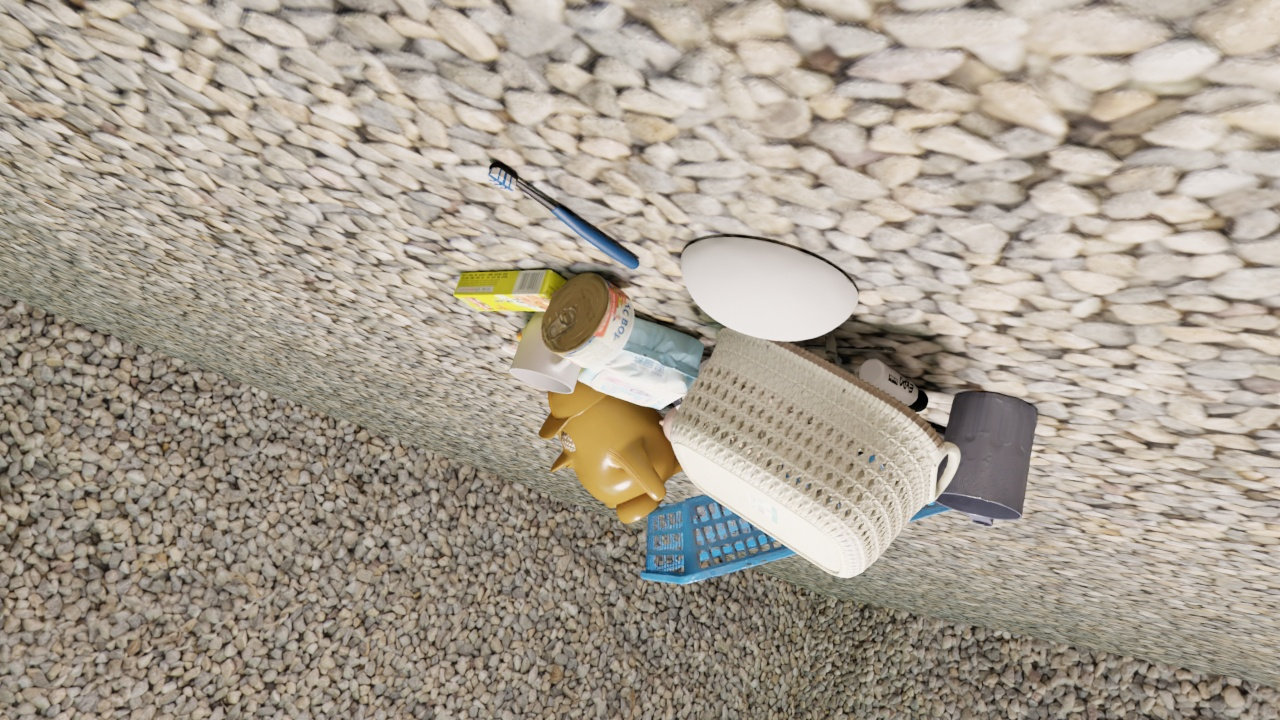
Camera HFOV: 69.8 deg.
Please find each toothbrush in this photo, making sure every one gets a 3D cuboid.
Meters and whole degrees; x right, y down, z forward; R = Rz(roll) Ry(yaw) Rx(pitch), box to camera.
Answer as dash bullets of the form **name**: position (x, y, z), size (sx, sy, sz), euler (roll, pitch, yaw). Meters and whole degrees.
- **toothbrush**: position (-0.059, -0.115, 0.753), size (0.014, 0.014, 0.167), euler (-13, 148, 41)

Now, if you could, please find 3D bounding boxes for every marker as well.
- **marker**: position (0.244, 0.026, 0.873), size (0.025, 0.025, 0.125), euler (5, 168, 38)

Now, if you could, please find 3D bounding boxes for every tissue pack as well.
- **tissue pack**: position (-0.006, 0.006, 1.017), size (0.112, 0.070, 0.182), euler (19, 166, -7)

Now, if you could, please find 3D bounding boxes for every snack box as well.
- **snack box**: position (-0.133, -0.072, 0.957), size (0.148, 0.028, 0.040), euler (3, 159, 42)

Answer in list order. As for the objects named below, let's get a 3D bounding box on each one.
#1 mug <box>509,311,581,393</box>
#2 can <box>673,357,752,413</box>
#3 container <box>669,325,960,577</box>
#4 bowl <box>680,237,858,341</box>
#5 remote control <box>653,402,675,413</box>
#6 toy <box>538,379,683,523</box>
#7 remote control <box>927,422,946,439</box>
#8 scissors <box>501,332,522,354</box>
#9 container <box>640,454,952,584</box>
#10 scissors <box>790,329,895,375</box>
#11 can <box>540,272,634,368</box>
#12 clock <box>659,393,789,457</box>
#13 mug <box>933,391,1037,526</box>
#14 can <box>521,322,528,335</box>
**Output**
- **mug**: position (-0.084, -0.021, 0.967), size (0.071, 0.089, 0.107), euler (23, 164, -21)
- **can**: position (0.082, 0.032, 1.021), size (0.064, 0.064, 0.127), euler (20, 165, -10)
- **container**: position (0.147, 0.083, 0.849), size (0.246, 0.142, 0.185), euler (30, 161, 30)
- **bowl**: position (0.100, -0.048, 0.755), size (0.149, 0.043, 0.150), euler (16, 165, 4)
- **remote control**: position (0.021, 0.059, 1.281), size (0.136, 0.013, 0.033), euler (26, 163, -28)
- **toy**: position (-0.048, 0.093, 1.172), size (0.203, 0.162, 0.199), euler (59, 169, -16)
- **remote control**: position (0.331, 0.081, 1.019), size (0.124, 0.011, 0.028), euler (19, 165, -5)
- **scissors**: position (-0.130, -0.010, 1.207), size (0.128, 0.011, 0.125), euler (3, 160, 37)
- **container**: position (0.183, 0.184, 1.130), size (0.361, 0.089, 0.257), euler (-12, 171, -14)
- **scissors**: position (0.184, -0.005, 0.875), size (0.142, 0.014, 0.173), euler (10, 165, 33)
- **can**: position (-0.051, -0.038, 0.877), size (0.086, 0.086, 0.043), euler (3, 160, 43)
- **clock**: position (0.117, 0.101, 1.127), size (0.161, 0.086, 0.131), euler (-8, 141, 32)
- **mug**: position (0.339, 0.099, 0.897), size (0.084, 0.103, 0.124), euler (8, 163, 30)
- **can**: position (-0.106, -0.011, 1.072), size (0.067, 0.067, 0.105), euler (18, 166, -3)
